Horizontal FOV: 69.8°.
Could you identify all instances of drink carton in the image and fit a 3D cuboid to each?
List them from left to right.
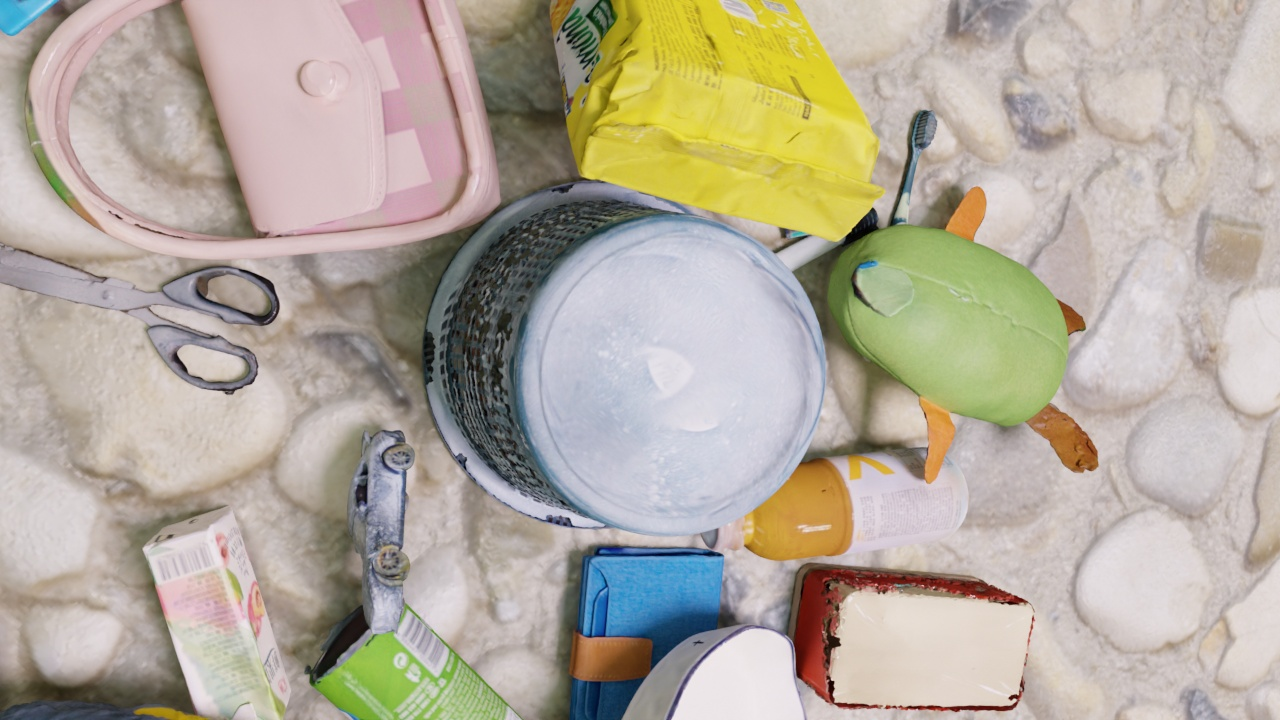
[{"bbox_3d":[-0.239,0.150,0.519,0.045,0.053,0.122,-16,98,-13],"label":"drink carton"}]

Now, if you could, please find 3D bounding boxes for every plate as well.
[{"bbox_3d":[0.040,0.266,0.578,0.204,0.046,0.205,-8,100,-52],"label":"plate"}]

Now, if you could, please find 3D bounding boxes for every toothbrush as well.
[{"bbox_3d":[0.190,-0.092,0.671,0.016,0.018,0.191,14,88,-19],"label":"toothbrush"}]

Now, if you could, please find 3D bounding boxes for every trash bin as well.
[{"bbox_3d":[-0.003,0.003,0.507,0.226,0.195,0.226,-1,94,-14],"label":"trash bin"}]

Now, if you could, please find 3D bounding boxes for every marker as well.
[{"bbox_3d":[0.114,-0.074,0.646,0.130,0.018,0.022,-29,83,-16],"label":"marker"}]

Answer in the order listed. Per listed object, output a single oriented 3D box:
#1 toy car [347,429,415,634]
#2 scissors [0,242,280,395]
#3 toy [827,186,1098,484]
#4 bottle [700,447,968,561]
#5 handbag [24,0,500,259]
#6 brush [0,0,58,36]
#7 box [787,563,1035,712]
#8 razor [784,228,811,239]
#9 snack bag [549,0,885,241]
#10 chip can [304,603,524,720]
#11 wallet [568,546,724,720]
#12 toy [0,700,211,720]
[{"bbox_3d":[-0.147,0.095,0.519,0.036,0.054,0.120,2,48,-18],"label":"toy car"},{"bbox_3d":[-0.292,-0.043,0.516,0.145,0.014,0.172,-37,101,-12],"label":"scissors"},{"bbox_3d":[0.229,-0.021,0.644,0.246,0.090,0.226,23,67,-24],"label":"toy"},{"bbox_3d":[0.133,0.101,0.635,0.189,0.068,0.068,-4,94,-19],"label":"bottle"},{"bbox_3d":[-0.208,-0.143,0.508,0.234,0.093,0.193,-17,97,-10],"label":"handbag"},{"bbox_3d":[-0.243,-0.260,0.496,0.254,0.046,0.083,-46,109,-17],"label":"brush"},{"bbox_3d":[0.198,0.199,0.656,0.168,0.079,0.091,9,90,-20],"label":"box"},{"bbox_3d":[0.109,-0.158,0.639,0.043,0.022,0.143,-11,96,14],"label":"razor"},{"bbox_3d":[0.036,-0.167,0.516,0.158,0.246,0.068,11,129,-19],"label":"snack bag"},{"bbox_3d":[-0.097,0.243,0.562,0.072,0.072,0.236,-43,105,-12],"label":"chip can"},{"bbox_3d":[0.004,0.192,0.613,0.106,0.040,0.133,5,90,-23],"label":"wallet"},{"bbox_3d":[-0.319,0.252,0.466,0.356,0.091,0.138,-26,88,0],"label":"toy"}]
